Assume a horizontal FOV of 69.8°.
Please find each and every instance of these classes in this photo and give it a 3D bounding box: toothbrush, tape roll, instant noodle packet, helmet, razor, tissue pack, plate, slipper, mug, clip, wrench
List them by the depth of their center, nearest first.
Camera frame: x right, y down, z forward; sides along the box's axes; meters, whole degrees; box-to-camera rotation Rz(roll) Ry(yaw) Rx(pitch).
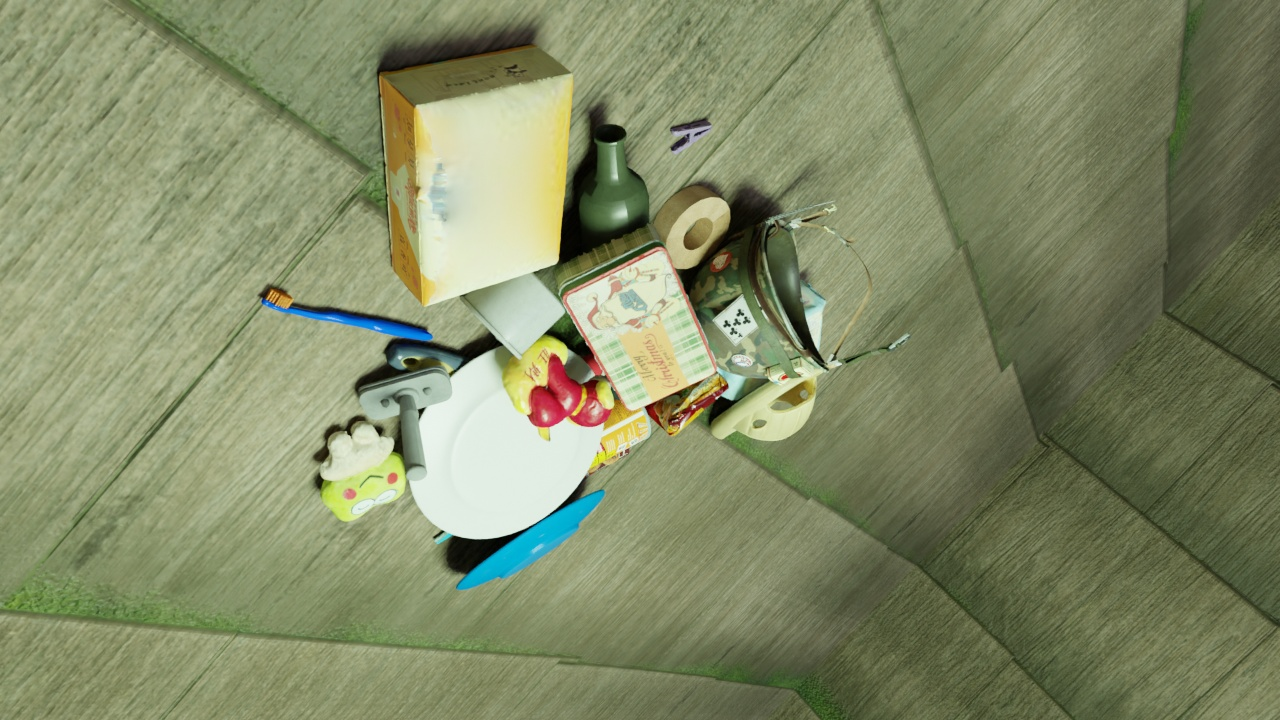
[{"bbox_3d":[-0.260,-0.039,0.836,0.182,0.016,0.018,13,111,-52],"label":"toothbrush"},{"bbox_3d":[-0.220,0.065,0.879,0.088,0.116,0.047,-16,139,-5],"label":"razor"},{"bbox_3d":[-0.125,-0.052,0.918,0.070,0.084,0.113,-44,176,-4],"label":"mug"},{"bbox_3d":[0.049,-0.232,0.958,0.050,0.014,0.046,-7,132,-40],"label":"clip"},{"bbox_3d":[-0.163,0.018,0.995,0.073,0.022,0.273,-51,146,14],"label":"wrench"},{"bbox_3d":[-0.138,0.094,1.011,0.242,0.016,0.243,-18,123,-30],"label":"plate"},{"bbox_3d":[0.057,-0.150,1.040,0.093,0.027,0.094,-28,143,-23],"label":"tape roll"},{"bbox_3d":[0.171,-0.072,1.080,0.236,0.192,0.224,-12,164,5],"label":"helmet"},{"bbox_3d":[0.047,0.036,1.146,0.098,0.135,0.039,-45,119,-3],"label":"instant noodle packet"},{"bbox_3d":[-0.134,0.240,1.185,0.224,0.024,0.224,-33,169,-7],"label":"plate"},{"bbox_3d":[0.170,-0.027,1.260,0.181,0.070,0.112,-27,143,-20],"label":"tissue pack"},{"bbox_3d":[0.178,0.077,1.282,0.111,0.079,0.262,-24,171,-25],"label":"slipper"}]

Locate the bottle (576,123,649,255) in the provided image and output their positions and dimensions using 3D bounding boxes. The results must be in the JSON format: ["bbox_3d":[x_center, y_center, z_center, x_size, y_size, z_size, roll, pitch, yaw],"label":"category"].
[{"bbox_3d":[-0.027,-0.141,0.923,0.071,0.071,0.207,-29,144,-22],"label":"bottle"}]

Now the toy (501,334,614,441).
[{"bbox_3d":[-0.086,0.035,0.966,0.137,0.067,0.105,29,70,-37],"label":"toy"}]

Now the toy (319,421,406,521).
[{"bbox_3d":[-0.289,0.113,0.947,0.092,0.046,0.115,-23,133,-24],"label":"toy"}]

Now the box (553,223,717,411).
[{"bbox_3d":[0.000,-0.038,0.947,0.118,0.050,0.206,-22,138,3],"label":"box"}]

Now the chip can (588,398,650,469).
[{"bbox_3d":[-0.095,0.109,1.118,0.214,0.075,0.075,-27,143,-25],"label":"chip can"}]

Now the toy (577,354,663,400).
[{"bbox_3d":[-0.006,0.006,1.083,0.119,0.097,0.100,-9,149,-42],"label":"toy"}]

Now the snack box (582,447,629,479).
[{"bbox_3d":[-0.080,0.127,1.193,0.140,0.032,0.051,-26,143,-25],"label":"snack box"}]

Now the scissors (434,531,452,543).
[{"bbox_3d":[-0.199,0.192,1.158,0.134,0.012,0.134,-38,148,-14],"label":"scissors"}]

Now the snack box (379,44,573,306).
[{"bbox_3d":[-0.136,-0.152,0.785,0.144,0.080,0.196,-23,141,-30],"label":"snack box"}]
